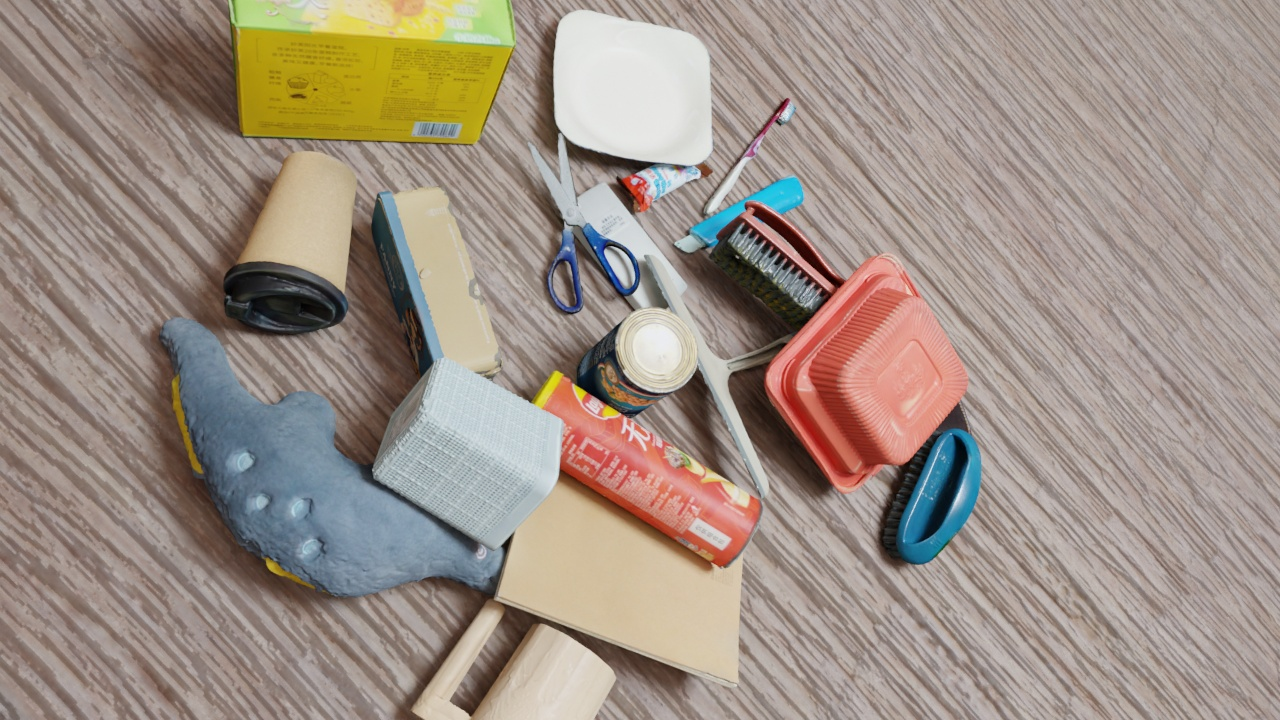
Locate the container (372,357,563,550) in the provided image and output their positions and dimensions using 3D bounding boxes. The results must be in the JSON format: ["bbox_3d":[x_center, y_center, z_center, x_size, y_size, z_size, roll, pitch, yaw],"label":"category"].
[{"bbox_3d":[-0.130,0.067,0.691,0.111,0.090,0.090,33,26,-20],"label":"container"}]

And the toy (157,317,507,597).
[{"bbox_3d":[-0.234,0.102,0.696,0.356,0.092,0.137,35,37,-10],"label":"toy"}]

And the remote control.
[{"bbox_3d":[-0.015,-0.104,0.875,0.056,0.019,0.135,-40,92,-27],"label":"remote control"}]

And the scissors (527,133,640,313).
[{"bbox_3d":[-0.052,-0.127,0.849,0.146,0.012,0.169,14,85,-3],"label":"scissors"}]

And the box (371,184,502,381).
[{"bbox_3d":[-0.173,-0.060,0.763,0.059,0.090,0.184,-18,79,-25],"label":"box"}]

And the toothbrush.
[{"bbox_3d":[0.117,-0.214,0.965,0.017,0.016,0.187,43,63,-16],"label":"toothbrush"}]

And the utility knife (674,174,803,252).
[{"bbox_3d":[0.103,-0.147,0.937,0.166,0.018,0.034,-29,79,-25],"label":"utility knife"}]

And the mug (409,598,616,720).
[{"bbox_3d":[-0.095,0.257,0.705,0.124,0.084,0.103,31,63,6],"label":"mug"}]

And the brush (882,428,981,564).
[{"bbox_3d":[0.290,0.132,0.888,0.055,0.074,0.143,35,75,-20],"label":"brush"}]

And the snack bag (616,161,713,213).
[{"bbox_3d":[0.022,-0.181,0.910,0.105,0.026,0.045,-34,75,-29],"label":"snack bag"}]

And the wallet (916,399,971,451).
[{"bbox_3d":[0.278,0.048,0.947,0.122,0.020,0.096,-6,72,-22],"label":"wallet"}]

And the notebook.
[{"bbox_3d":[-0.007,0.171,0.770,0.211,0.012,0.149,24,43,-13],"label":"notebook"}]

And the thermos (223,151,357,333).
[{"bbox_3d":[-0.273,-0.093,0.736,0.093,0.093,0.143,13,62,-18],"label":"thermos"}]

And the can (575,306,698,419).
[{"bbox_3d":[-0.005,0.005,0.795,0.075,0.111,0.075,6,72,-20],"label":"can"}]

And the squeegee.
[{"bbox_3d":[0.145,-0.016,0.903,0.246,0.039,0.246,-19,78,-31],"label":"squeegee"}]

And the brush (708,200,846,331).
[{"bbox_3d":[0.141,-0.086,0.869,0.146,0.063,0.069,39,70,-8],"label":"brush"}]

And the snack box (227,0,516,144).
[{"bbox_3d":[-0.224,-0.250,0.759,0.209,0.158,0.070,-3,74,-22],"label":"snack box"}]

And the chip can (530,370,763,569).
[{"bbox_3d":[-0.002,0.094,0.782,0.216,0.073,0.073,32,65,-4],"label":"chip can"}]

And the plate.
[{"bbox_3d":[-0.009,-0.264,0.913,0.163,0.034,0.164,6,70,-16],"label":"plate"}]

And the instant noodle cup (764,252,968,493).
[{"bbox_3d":[0.220,0.014,0.834,0.188,0.079,0.164,-46,114,-15],"label":"instant noodle cup"}]
